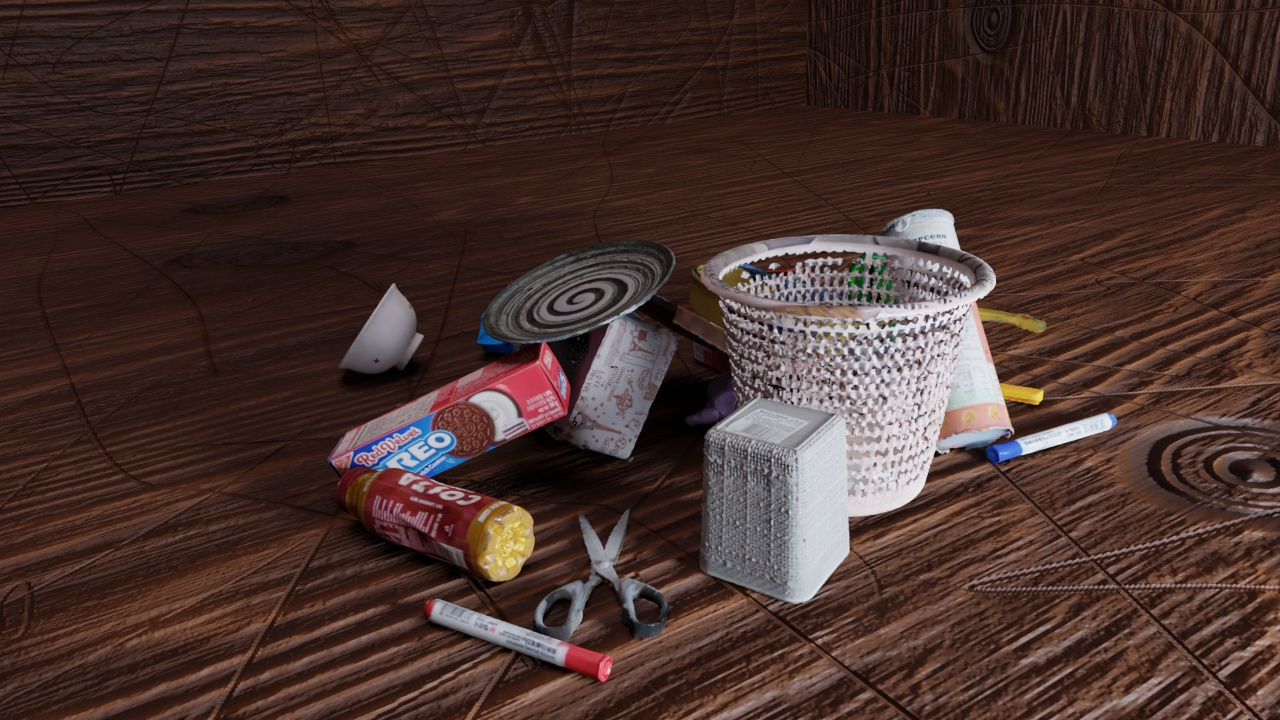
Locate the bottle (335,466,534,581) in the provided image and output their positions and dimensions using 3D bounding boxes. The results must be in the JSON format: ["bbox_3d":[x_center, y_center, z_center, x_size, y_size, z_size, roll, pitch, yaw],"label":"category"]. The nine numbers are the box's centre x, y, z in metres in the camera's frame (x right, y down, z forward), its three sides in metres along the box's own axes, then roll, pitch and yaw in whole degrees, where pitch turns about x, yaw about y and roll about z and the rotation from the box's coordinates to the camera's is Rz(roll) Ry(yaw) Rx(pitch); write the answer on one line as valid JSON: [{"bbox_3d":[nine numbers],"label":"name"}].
[{"bbox_3d":[-0.166,0.121,0.716,0.175,0.057,0.057,11,26,32],"label":"bottle"}]

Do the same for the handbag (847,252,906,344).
[{"bbox_3d":[0.300,-0.067,1.031,0.120,0.131,0.067,6,27,39],"label":"handbag"}]

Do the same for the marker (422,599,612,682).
[{"bbox_3d":[-0.084,0.182,0.605,0.145,0.017,0.017,9,24,28],"label":"marker"}]

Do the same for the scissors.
[{"bbox_3d":[-0.029,0.155,0.674,0.160,0.014,0.170,16,27,42],"label":"scissors"}]

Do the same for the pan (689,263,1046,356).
[{"bbox_3d":[0.227,-0.051,0.946,0.357,0.078,0.197,15,17,6],"label":"pan"}]

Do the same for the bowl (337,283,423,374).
[{"bbox_3d":[-0.296,-0.024,1.081,0.064,0.118,0.118,34,16,-15],"label":"bowl"}]

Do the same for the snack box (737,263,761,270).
[{"bbox_3d":[0.154,-0.103,1.290,0.084,0.026,0.157,-13,23,-24],"label":"snack box"}]

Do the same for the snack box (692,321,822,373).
[{"bbox_3d":[0.141,-0.016,1.044,0.113,0.044,0.127,-15,25,-30],"label":"snack box"}]

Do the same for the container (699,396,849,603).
[{"bbox_3d":[0.098,0.096,0.667,0.090,0.114,0.090,12,26,33],"label":"container"}]

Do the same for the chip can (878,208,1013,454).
[{"bbox_3d":[0.277,-0.028,0.838,0.071,0.214,0.071,-7,-21,-3],"label":"chip can"}]

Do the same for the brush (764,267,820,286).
[{"bbox_3d":[0.174,-0.087,1.178,0.145,0.063,0.069,-16,57,-32],"label":"brush"}]

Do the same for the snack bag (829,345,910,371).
[{"bbox_3d":[0.255,-0.003,1.004,0.048,0.026,0.104,-27,14,-25],"label":"snack bag"}]

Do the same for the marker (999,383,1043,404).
[{"bbox_3d":[0.350,0.028,0.948,0.124,0.015,0.018,10,23,37],"label":"marker"}]

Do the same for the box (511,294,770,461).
[{"bbox_3d":[-0.004,0.005,0.916,0.192,0.157,0.183,21,8,-31],"label":"box"}]

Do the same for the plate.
[{"bbox_3d":[-0.053,-0.056,0.810,0.179,0.024,0.179,-15,29,9],"label":"plate"}]

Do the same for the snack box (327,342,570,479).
[{"bbox_3d":[-0.163,0.054,0.791,0.208,0.057,0.058,-24,21,9],"label":"snack box"}]

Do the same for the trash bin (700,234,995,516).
[{"bbox_3d":[0.166,0.012,0.761,0.227,0.192,0.227,-3,21,1],"label":"trash bin"}]

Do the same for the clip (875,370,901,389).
[{"bbox_3d":[0.263,0.022,0.973,0.049,0.015,0.056,13,28,41],"label":"clip"}]

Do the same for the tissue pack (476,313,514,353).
[{"bbox_3d":[-0.149,-0.052,1.167,0.095,0.052,0.157,-1,21,5],"label":"tissue pack"}]

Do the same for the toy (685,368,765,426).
[{"bbox_3d":[0.092,0.037,0.926,0.084,0.039,0.107,-12,20,15],"label":"toy"}]

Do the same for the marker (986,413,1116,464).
[{"bbox_3d":[0.375,0.069,0.832,0.145,0.017,0.017,-12,23,-21],"label":"marker"}]
